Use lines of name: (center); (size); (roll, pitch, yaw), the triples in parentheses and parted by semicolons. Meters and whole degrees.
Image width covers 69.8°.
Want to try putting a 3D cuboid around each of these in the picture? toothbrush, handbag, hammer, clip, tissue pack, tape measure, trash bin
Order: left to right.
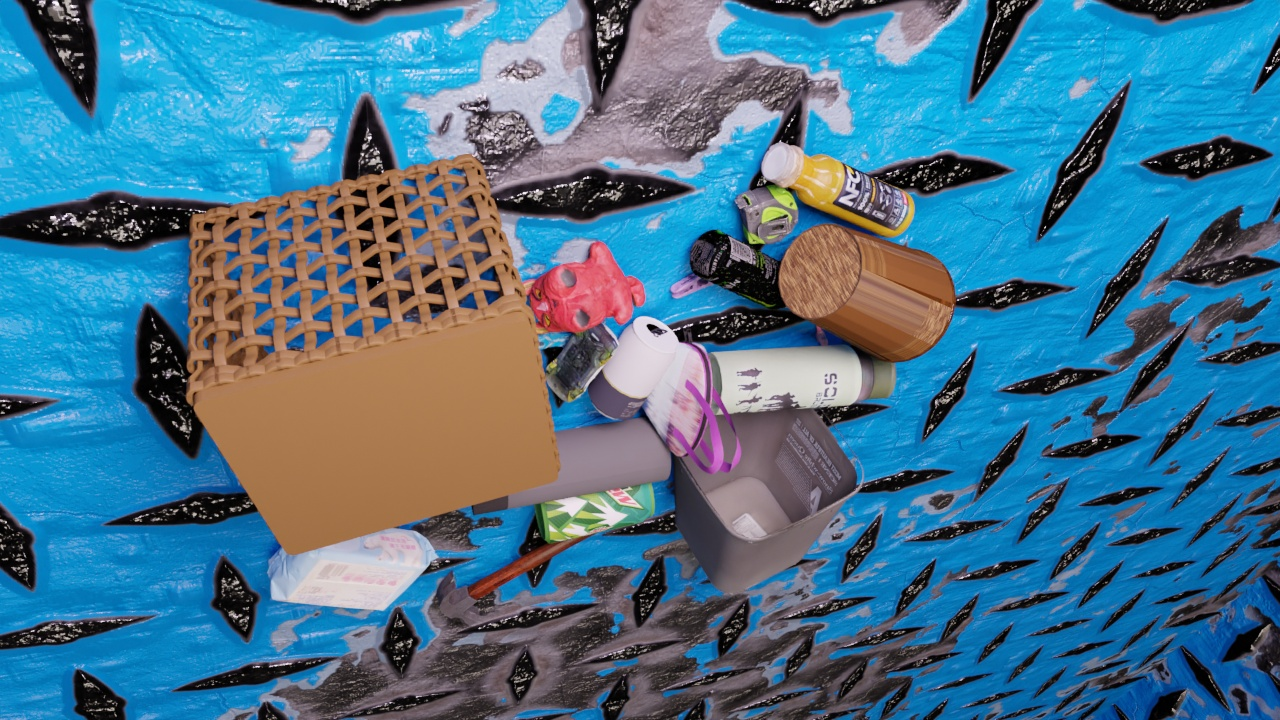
tissue pack: (-0.356, 0.251, 1.135); (0.181, 0.070, 0.112); (20, 124, -42)
hammer: (-0.153, 0.281, 1.293); (0.301, 0.028, 0.111); (-30, 140, 8)
clip: (0.058, -0.089, 1.000); (0.052, 0.014, 0.041); (-11, 139, -18)
handbag: (0.063, 0.061, 1.036); (0.068, 0.170, 0.145); (-2, 124, -23)
trash bin: (0.145, 0.175, 1.190); (0.197, 0.197, 0.221); (-22, 148, -19)
tape measure: (0.134, -0.149, 0.950); (0.058, 0.035, 0.066); (-24, 139, 1)
toothbrush: (0.210, -0.059, 1.099); (0.021, 0.016, 0.135); (-25, 140, 2)

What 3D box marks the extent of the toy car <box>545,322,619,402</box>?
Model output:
toy car: (-0.063, -0.001, 1.000); (0.106, 0.048, 0.033); (-50, 171, 33)

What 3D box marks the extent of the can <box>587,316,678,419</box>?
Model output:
can: (-0.006, 0.006, 1.032); (0.064, 0.064, 0.128); (10, 130, -33)

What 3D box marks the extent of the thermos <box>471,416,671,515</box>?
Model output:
thermos: (-0.090, 0.125, 1.109); (0.240, 0.082, 0.082); (-8, 138, -17)

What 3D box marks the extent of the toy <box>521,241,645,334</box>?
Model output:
toy: (-0.057, -0.070, 0.943); (0.132, 0.088, 0.094); (-11, 176, -42)

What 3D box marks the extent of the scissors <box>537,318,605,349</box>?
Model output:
scissors: (-0.103, -0.022, 1.000); (0.135, 0.015, 0.066); (-11, 141, -11)

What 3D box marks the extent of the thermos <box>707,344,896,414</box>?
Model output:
thermos: (0.196, 0.021, 1.120); (0.231, 0.082, 0.082); (-4, 136, -14)

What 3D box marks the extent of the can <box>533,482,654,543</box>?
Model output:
can: (-0.061, 0.180, 1.182); (0.144, 0.083, 0.083); (-10, 138, -15)

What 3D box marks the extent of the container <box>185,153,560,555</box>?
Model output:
container: (-0.225, -0.006, 0.801); (0.251, 0.214, 0.220); (-15, 139, -10)

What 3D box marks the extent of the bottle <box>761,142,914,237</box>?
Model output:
bottle: (0.203, -0.175, 0.940); (0.186, 0.053, 0.053); (14, 128, -35)

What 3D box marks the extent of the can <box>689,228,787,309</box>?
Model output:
can: (0.113, -0.095, 0.984); (0.137, 0.054, 0.054); (19, 124, -40)

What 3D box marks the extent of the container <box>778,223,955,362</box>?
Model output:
container: (0.239, -0.076, 0.987); (0.167, 0.132, 0.132); (13, 128, -44)
